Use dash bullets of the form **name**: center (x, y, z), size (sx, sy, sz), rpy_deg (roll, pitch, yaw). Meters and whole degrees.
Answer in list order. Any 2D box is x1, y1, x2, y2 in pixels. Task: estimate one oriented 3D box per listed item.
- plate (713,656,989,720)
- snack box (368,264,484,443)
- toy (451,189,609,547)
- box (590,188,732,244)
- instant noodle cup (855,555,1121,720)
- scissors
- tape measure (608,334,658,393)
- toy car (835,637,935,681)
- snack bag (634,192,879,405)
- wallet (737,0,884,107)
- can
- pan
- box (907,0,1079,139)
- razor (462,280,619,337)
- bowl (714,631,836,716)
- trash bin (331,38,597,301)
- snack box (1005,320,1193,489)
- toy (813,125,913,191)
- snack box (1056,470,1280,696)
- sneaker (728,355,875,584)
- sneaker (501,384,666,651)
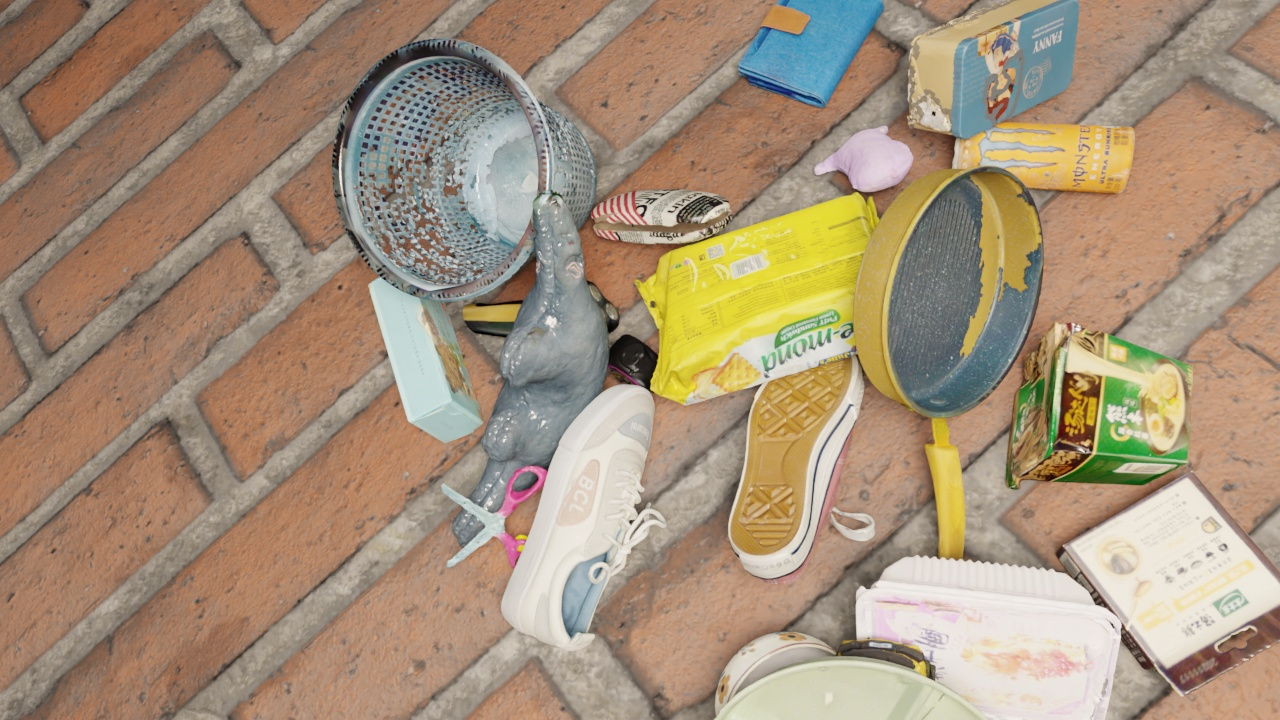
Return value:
- **plate**: center (0.153, 0.307, 0.651), size (0.230, 0.027, 0.230), rpy_deg (4, 107, 13)
- **snack box**: center (-0.218, -0.008, 0.934), size (0.052, 0.074, 0.174), rpy_deg (-27, 64, 7)
- **toy**: center (-0.089, 0.014, 0.829), size (0.091, 0.137, 0.357), rpy_deg (34, 122, 29)
- **box**: center (0.016, -0.147, 0.900), size (0.165, 0.060, 0.071), rpy_deg (10, 56, 42)
- **instant noodle cup**: center (0.251, 0.203, 0.679), size (0.174, 0.138, 0.060), rpy_deg (3, 36, 20)
- **scissors**: center (-0.124, 0.148, 0.826), size (0.134, 0.133, 0.017), rpy_deg (-44, 20, 12)
- **tape measure**: center (-0.005, 0.005, 0.870), size (0.039, 0.057, 0.058), rpy_deg (-51, 32, -7)
- **toy car**: center (0.180, 0.274, 0.674), size (0.071, 0.041, 0.156), rpy_deg (0, 106, 20)
- **snack bag**: center (0.118, -0.062, 0.828), size (0.247, 0.068, 0.157), rpy_deg (-18, 46, 11)
- **wallet**: center (0.177, -0.337, 0.959), size (0.106, 0.040, 0.133), rpy_deg (28, 79, 21)
- **can**: center (0.360, -0.184, 0.826), size (0.146, 0.058, 0.058), rpy_deg (8, 72, 20)
- **pan**: center (0.245, 0.028, 0.725), size (0.078, 0.197, 0.358), rpy_deg (22, 108, 51)
- **box**: center (0.320, -0.267, 0.823), size (0.184, 0.090, 0.062), rpy_deg (-29, 37, -24)
- **razor**: center (-0.104, -0.047, 0.927), size (0.168, 0.062, 0.067), rpy_deg (1, 101, 24)
- **bowl**: center (0.106, 0.261, 0.720), size (0.113, 0.113, 0.062), rpy_deg (-48, 21, -5)
- **trash bin**: center (-0.144, -0.177, 0.888), size (0.227, 0.194, 0.226), rpy_deg (4, 100, 21)
- **snack box**: center (0.358, 0.045, 0.714), size (0.106, 0.118, 0.117), rpy_deg (11, 72, 11)
- **toy**: center (0.216, -0.189, 0.869), size (0.084, 0.039, 0.108), rpy_deg (-31, 30, 7)
- **snack box**: center (0.399, 0.164, 0.679), size (0.113, 0.053, 0.125), rpy_deg (-32, 64, 3)
- **sneaker**: center (0.138, 0.091, 0.775), size (0.118, 0.088, 0.240), rpy_deg (-2, 44, 29)
- **sneaker**: center (-0.034, 0.136, 0.806), size (0.091, 0.089, 0.242), rpy_deg (17, 78, 39)
